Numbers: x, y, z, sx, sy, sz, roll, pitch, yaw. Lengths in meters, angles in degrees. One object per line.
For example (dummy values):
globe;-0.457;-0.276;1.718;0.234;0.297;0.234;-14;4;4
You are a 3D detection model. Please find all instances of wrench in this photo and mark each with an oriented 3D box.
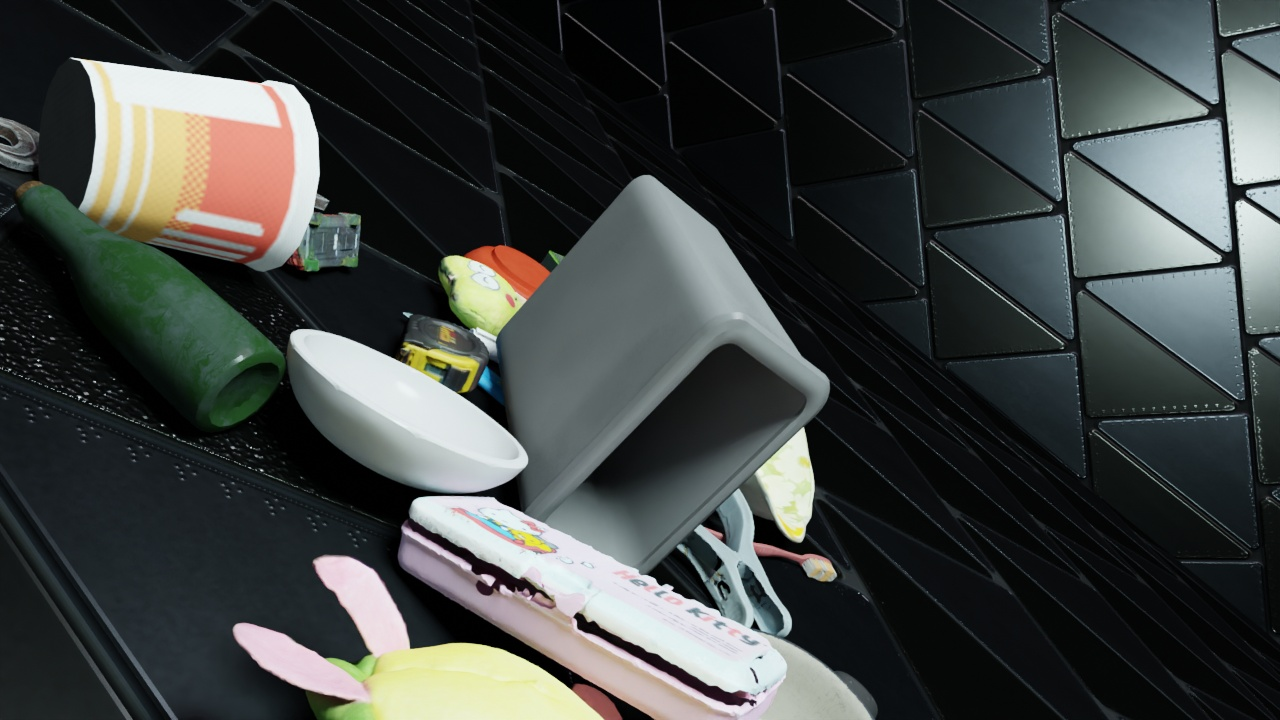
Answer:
wrench;-0.330;-0.130;0.663;0.070;0.010;0.272;45;19;23

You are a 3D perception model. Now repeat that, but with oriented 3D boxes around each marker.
marker;-0.086;0.007;0.764;0.133;0.020;0.017;27;30;-29

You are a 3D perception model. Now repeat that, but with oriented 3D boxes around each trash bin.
trash bin;-0.004;0.004;0.618;0.097;0.192;0.219;34;19;-30

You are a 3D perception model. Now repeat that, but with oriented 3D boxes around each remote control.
remote control;0.121;0.238;0.573;0.041;0.020;0.151;43;20;13

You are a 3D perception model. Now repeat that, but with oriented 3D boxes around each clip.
clip;0.073;0.134;0.699;0.143;0.029;0.172;7;42;-48

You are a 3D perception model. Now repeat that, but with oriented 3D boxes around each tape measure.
tape measure;-0.142;-0.002;0.655;0.062;0.038;0.067;22;19;-18

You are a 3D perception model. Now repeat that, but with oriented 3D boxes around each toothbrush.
toothbrush;0.097;0.155;0.748;0.184;0.015;0.015;23;26;-35

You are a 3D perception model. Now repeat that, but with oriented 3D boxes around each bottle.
bottle;-0.265;-0.037;0.479;0.174;0.055;0.055;39;18;12

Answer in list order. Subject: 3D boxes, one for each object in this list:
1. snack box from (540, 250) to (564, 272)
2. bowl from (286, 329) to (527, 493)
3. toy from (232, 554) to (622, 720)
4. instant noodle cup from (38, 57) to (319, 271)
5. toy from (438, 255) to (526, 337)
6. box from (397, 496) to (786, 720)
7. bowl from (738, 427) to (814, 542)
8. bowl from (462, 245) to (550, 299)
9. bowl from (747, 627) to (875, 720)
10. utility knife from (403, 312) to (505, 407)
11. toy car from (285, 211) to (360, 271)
snack box;-0.039;-0.070;1.038;0.147;0.025;0.080;20;24;-43
bowl;-0.139;0.038;0.524;0.149;0.043;0.149;31;3;-2
toy;-0.045;0.164;0.335;0.238;0.087;0.190;42;-2;-1
instant noodle cup;-0.286;-0.123;0.565;0.121;0.124;0.123;1;39;-49
toy;-0.121;-0.044;0.786;0.115;0.046;0.092;34;13;-36
box;-0.025;0.116;0.454;0.202;0.044;0.086;21;7;27
bowl;0.093;0.062;0.822;0.188;0.060;0.219;40;38;-50
bowl;-0.117;-0.074;0.883;0.122;0.035;0.121;33;18;-12
bowl;0.065;0.203;0.477;0.115;0.059;0.115;24;22;-11
utility knife;-0.119;0.012;0.699;0.158;0.015;0.031;38;15;5
toy car;-0.238;-0.090;0.684;0.036;0.042;0.091;8;11;4
